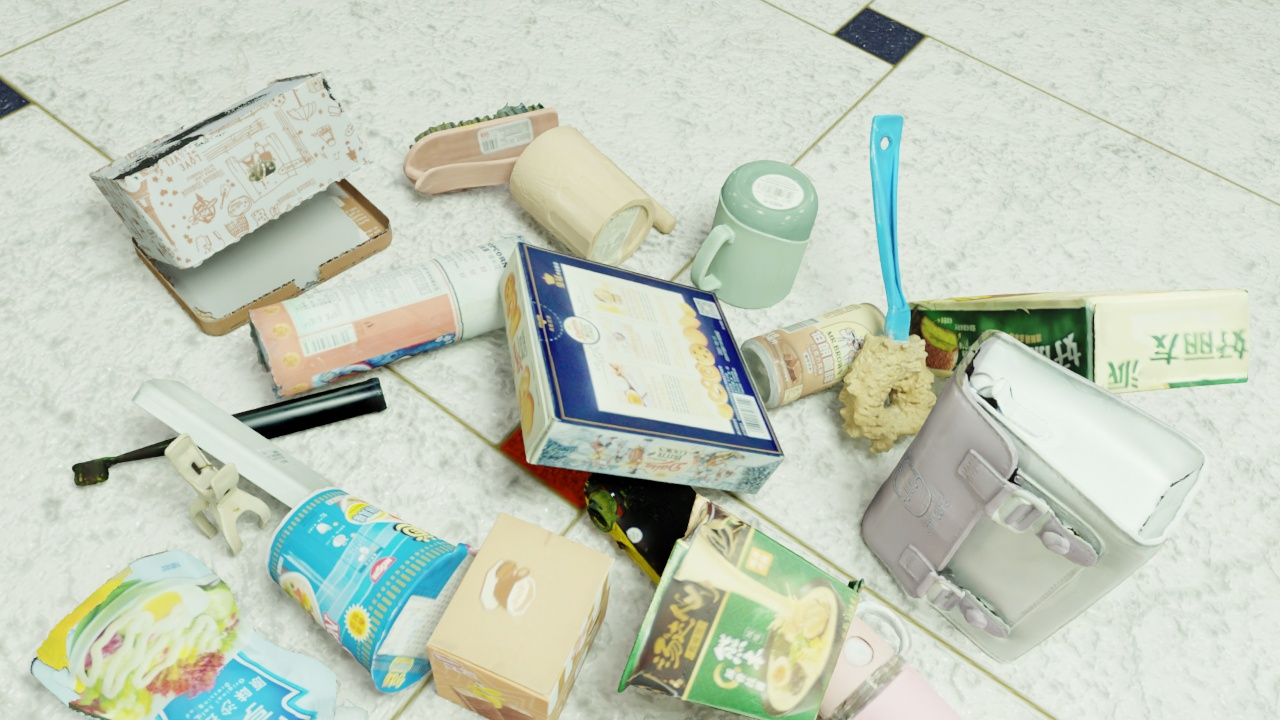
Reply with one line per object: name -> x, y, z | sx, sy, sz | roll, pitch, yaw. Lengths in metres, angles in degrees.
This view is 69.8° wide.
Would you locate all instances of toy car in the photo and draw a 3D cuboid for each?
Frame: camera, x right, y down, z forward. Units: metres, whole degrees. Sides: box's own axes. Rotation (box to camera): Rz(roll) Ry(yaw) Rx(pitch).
toy car -> 0.024, 0.124, 0.634 | 0.071, 0.041, 0.156 | -34, 65, -27

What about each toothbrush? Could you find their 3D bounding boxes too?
toothbrush -> -0.291, 0.052, 0.659 | 0.212, 0.026, 0.027 | -16, 59, -17

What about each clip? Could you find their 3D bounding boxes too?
clip -> -0.279, 0.083, 0.592 | 0.076, 0.104, 0.034 | 23, 55, 24

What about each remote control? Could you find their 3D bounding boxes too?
remote control -> -0.273, 0.057, 0.619 | 0.135, 0.056, 0.019 | 34, 87, -3

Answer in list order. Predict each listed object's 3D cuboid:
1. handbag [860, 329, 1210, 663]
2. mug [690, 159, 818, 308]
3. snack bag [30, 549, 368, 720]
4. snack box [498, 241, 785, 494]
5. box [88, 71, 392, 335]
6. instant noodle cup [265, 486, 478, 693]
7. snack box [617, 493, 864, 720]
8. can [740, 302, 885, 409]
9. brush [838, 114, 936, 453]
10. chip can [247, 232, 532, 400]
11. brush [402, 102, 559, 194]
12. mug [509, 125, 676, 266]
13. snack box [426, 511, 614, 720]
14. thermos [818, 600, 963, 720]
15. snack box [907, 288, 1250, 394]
handbag -> 0.231, 0.094, 0.586 | 0.098, 0.197, 0.145 | -37, 65, -28
mug -> 0.090, -0.102, 0.771 | 0.111, 0.107, 0.082 | -29, 63, -24
snack bag -> -0.259, 0.200, 0.547 | 0.191, 0.039, 0.110 | 33, 45, 16
snack box -> -0.004, 0.004, 0.665 | 0.182, 0.046, 0.177 | 11, 40, -27
box -> -0.317, -0.121, 0.752 | 0.181, 0.158, 0.149 | -40, 31, -26
instant noodle cup -> -0.170, 0.135, 0.576 | 0.110, 0.099, 0.099 | 26, 54, 22
snack box -> 0.060, 0.153, 0.527 | 0.105, 0.118, 0.117 | 22, 81, 10
can -> 0.140, -0.005, 0.735 | 0.116, 0.059, 0.058 | -18, 58, -20
brush -> 0.188, -0.056, 0.696 | 0.083, 0.046, 0.255 | -5, 96, -18
chip can -> -0.181, -0.036, 0.700 | 0.214, 0.071, 0.071 | -20, 58, -26
brush -> -0.142, -0.186, 0.832 | 0.145, 0.063, 0.073 | -16, 47, -18
mug -> -0.037, -0.143, 0.812 | 0.103, 0.084, 0.124 | 45, 34, 22
snack box -> -0.071, 0.164, 0.560 | 0.077, 0.095, 0.092 | 21, 54, 9
thermos -> 0.181, 0.237, 0.557 | 0.087, 0.067, 0.198 | -28, 60, -30
snack box -> 0.297, -0.018, 0.665 | 0.114, 0.240, 0.063 | -4, 93, -11
